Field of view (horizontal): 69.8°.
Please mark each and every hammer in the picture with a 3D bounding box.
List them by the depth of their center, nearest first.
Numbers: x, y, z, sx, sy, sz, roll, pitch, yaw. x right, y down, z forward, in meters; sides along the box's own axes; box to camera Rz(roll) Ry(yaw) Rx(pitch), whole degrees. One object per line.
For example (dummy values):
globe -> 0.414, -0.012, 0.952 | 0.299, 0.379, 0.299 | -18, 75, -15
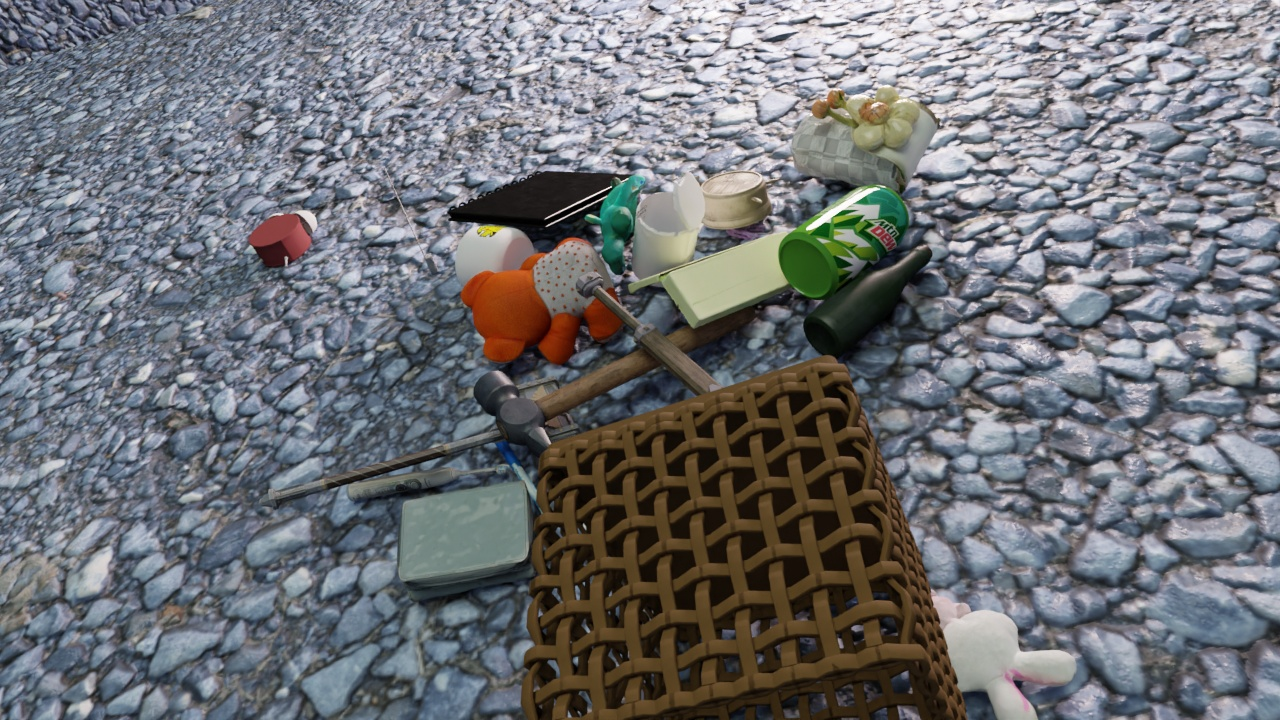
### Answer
hammer -> 0.044, 0.003, 0.939 | 0.146, 0.028, 0.317 | -31, 59, -28
hammer -> -0.226, 0.100, 0.947 | 0.321, 0.044, 0.098 | -16, 40, -13
hammer -> -0.006, 0.006, 0.975 | 0.321, 0.040, 0.129 | -26, 48, -25

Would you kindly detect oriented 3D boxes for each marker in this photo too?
marker -> -0.123, 0.120, 0.957 | 0.013, 0.013, 0.142 | -31, 43, -12

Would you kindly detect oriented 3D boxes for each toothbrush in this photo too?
toothbrush -> -0.227, 0.127, 0.983 | 0.186, 0.022, 0.024 | -9, 23, 11
toothbrush -> -0.305, -0.185, 1.226 | 0.010, 0.182, 0.010 | -22, 47, -7

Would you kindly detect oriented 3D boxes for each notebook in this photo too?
notebook -> -0.135, -0.227, 1.269 | 0.169, 0.019, 0.230 | 9, 28, 29

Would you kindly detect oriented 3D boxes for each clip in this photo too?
clip -> 0.133, -0.160, 1.155 | 0.051, 0.014, 0.045 | -9, 41, 8

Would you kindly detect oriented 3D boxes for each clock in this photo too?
clock -> 0.102, -0.211, 1.182 | 0.141, 0.055, 0.092 | 4, 35, 27
clock -> -0.559, -0.195, 1.439 | 0.087, 0.044, 0.124 | -2, 44, 19

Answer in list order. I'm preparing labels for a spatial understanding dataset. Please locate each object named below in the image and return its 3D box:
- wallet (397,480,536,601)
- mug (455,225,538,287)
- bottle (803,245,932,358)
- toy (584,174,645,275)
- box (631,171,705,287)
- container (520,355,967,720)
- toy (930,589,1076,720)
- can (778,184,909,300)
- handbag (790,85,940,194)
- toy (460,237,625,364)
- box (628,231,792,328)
wallet -> -0.165, 0.173, 0.888 | 0.132, 0.054, 0.100 | -13, 51, 6
mug -> -0.179, -0.129, 1.189 | 0.068, 0.094, 0.115 | 9, 26, 27
bottle -> 0.252, -0.072, 0.984 | 0.173, 0.055, 0.055 | -37, 44, -21
toy -> -0.032, -0.177, 1.154 | 0.072, 0.131, 0.193 | 15, 21, -5
box -> 0.037, -0.159, 1.088 | 0.092, 0.160, 0.081 | 23, 55, 14
container -> 0.079, 0.180, 0.612 | 0.220, 0.252, 0.213 | -19, 41, 15
toy -> 0.253, 0.219, 0.685 | 0.075, 0.037, 0.125 | -42, 40, -15
can -> 0.229, -0.135, 1.025 | 0.143, 0.083, 0.083 | -35, 43, -30
handbag -> 0.270, -0.285, 1.154 | 0.172, 0.123, 0.112 | 18, 69, 36
toy -> -0.118, -0.068, 1.098 | 0.172, 0.093, 0.163 | -22, 62, -6
box -> 0.094, -0.103, 1.041 | 0.187, 0.061, 0.133 | -21, 33, -31
